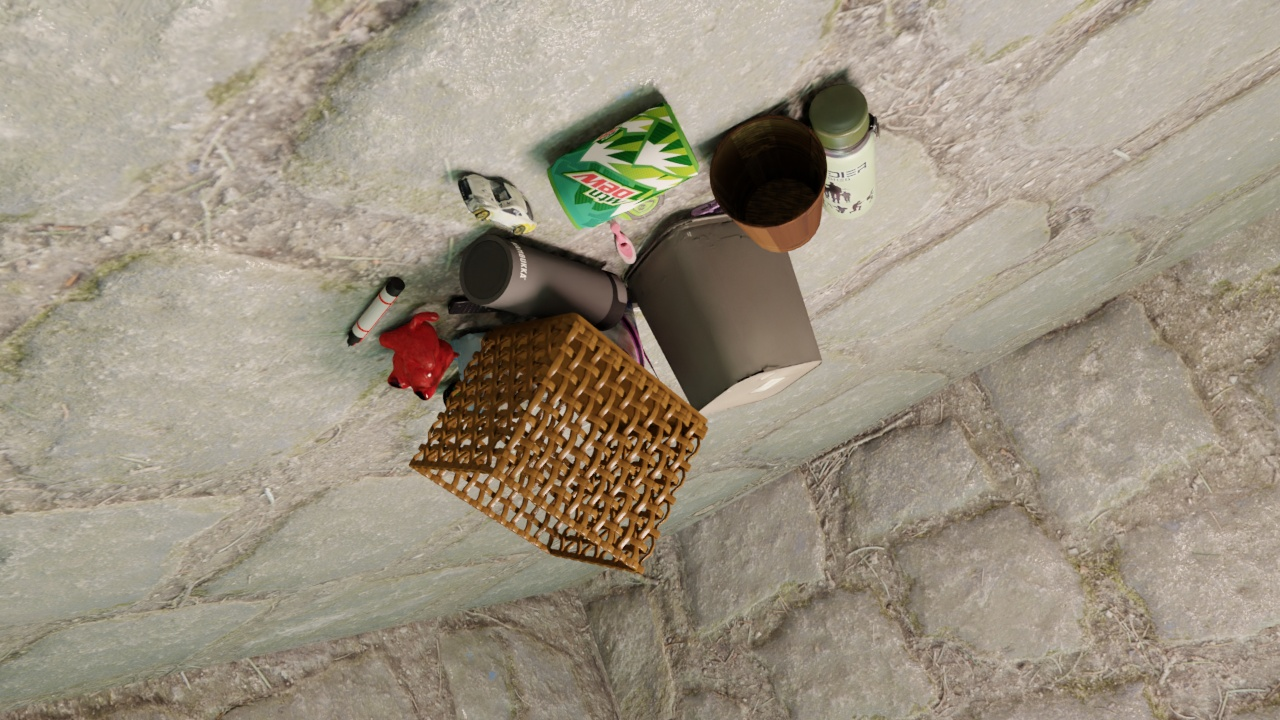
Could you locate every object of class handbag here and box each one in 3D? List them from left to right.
[{"bbox_3d":[-0.008,0.008,1.302,0.068,0.170,0.145,-24,158,-17],"label":"handbag"}]

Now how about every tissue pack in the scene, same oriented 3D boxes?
[{"bbox_3d":[-0.173,0.013,1.315,0.181,0.112,0.070,-7,163,-38],"label":"tissue pack"}]

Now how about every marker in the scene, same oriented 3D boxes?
[{"bbox_3d":[-0.327,-0.054,1.116,0.019,0.019,0.146,-2,152,-44],"label":"marker"}]

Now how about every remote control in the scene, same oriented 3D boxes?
[{"bbox_3d":[-0.187,-0.077,1.212,0.136,0.015,0.032,-5,155,-34],"label":"remote control"}]

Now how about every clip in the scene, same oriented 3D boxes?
[{"bbox_3d":[0.092,-0.196,1.204,0.052,0.014,0.041,-30,160,12],"label":"clip"}]

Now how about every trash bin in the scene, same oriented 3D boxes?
[{"bbox_3d":[0.120,-0.060,1.257,0.197,0.220,0.198,-12,162,-30],"label":"trash bin"}]

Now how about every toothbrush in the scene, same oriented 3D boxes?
[{"bbox_3d":[-0.024,-0.154,1.189,0.021,0.016,0.135,-23,163,3],"label":"toothbrush"}]

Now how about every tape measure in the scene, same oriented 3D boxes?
[{"bbox_3d":[-0.005,-0.195,1.072,0.065,0.035,0.059,-7,147,-28],"label":"tape measure"}]

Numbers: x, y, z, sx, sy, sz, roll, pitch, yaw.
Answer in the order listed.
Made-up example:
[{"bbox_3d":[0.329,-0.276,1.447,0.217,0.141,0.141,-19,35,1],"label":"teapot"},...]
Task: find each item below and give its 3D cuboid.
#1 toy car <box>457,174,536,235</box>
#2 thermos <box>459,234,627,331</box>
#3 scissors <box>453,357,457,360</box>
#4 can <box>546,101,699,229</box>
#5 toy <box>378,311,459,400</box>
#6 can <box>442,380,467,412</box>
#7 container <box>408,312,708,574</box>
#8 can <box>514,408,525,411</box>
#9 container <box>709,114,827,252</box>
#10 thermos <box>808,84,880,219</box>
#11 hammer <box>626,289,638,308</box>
[{"bbox_3d":[-0.148,-0.167,0.970,0.033,0.048,0.105,-31,159,25],"label":"toy car"},{"bbox_3d":[-0.113,-0.092,1.151,0.082,0.082,0.240,-32,158,26],"label":"thermos"},{"bbox_3d":[-0.256,-0.006,1.334,0.066,0.015,0.134,-28,158,25],"label":"scissors"},{"bbox_3d":[-0.018,-0.202,0.963,0.144,0.083,0.083,-26,160,10],"label":"can"},{"bbox_3d":[-0.284,-0.026,1.203,0.093,0.088,0.133,-48,162,-46],"label":"toy"},{"bbox_3d":[-0.232,0.041,1.394,0.138,0.054,0.054,-20,162,19],"label":"can"},{"bbox_3d":[-0.100,0.106,1.166,0.251,0.213,0.220,39,155,-28],"label":"container"},{"bbox_3d":[-0.177,0.043,1.462,0.127,0.064,0.064,-18,160,-12],"label":"can"},{"bbox_3d":[0.163,-0.201,1.111,0.132,0.132,0.167,-26,166,10],"label":"container"},{"bbox_3d":[0.253,-0.253,1.127,0.082,0.082,0.231,-25,160,8],"label":"thermos"},{"bbox_3d":[-0.037,-0.034,1.468,0.111,0.028,0.301,-18,160,-10],"label":"hammer"}]
